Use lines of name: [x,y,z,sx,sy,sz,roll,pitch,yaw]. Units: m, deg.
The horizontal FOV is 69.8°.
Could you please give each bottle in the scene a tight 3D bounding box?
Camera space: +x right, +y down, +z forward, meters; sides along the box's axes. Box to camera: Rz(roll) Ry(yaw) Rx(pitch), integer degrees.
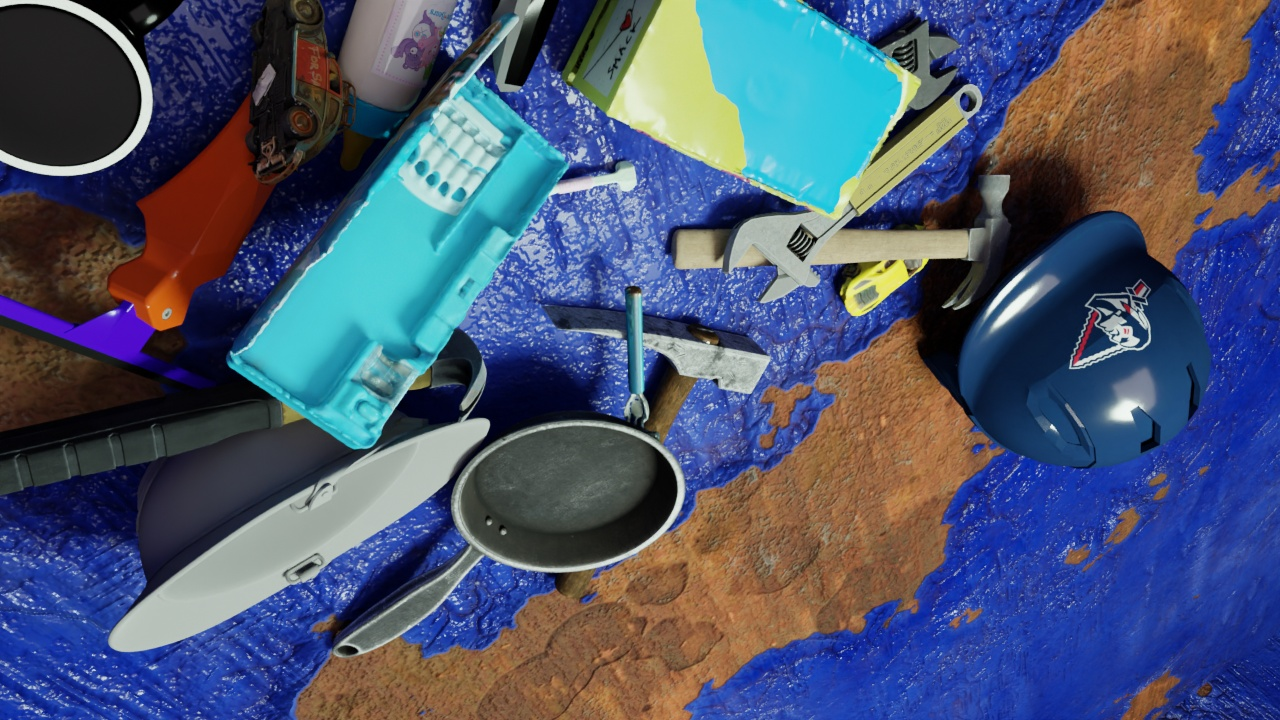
bottle: [-0.147,-0.176,0.533,0.051,0.051,0.146,11,117,-36]

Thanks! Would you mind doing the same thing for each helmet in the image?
helmet: [0.416,-0.015,0.877,0.232,0.223,0.272,-39,128,-1]
helmet: [-0.244,0.072,0.622,0.270,0.117,0.184,-31,166,-33]

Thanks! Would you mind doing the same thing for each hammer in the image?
hammer: [-0.039,0.093,0.809,0.217,0.037,0.301,10,118,-36]
hammer: [0.181,-0.099,0.782,0.330,0.031,0.119,-4,101,-23]
hammer: [-0.243,0.030,0.540,0.332,0.118,0.025,-15,130,-36]

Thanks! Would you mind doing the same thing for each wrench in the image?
wrench: [0.134,-0.220,0.694,0.272,0.018,0.073,-10,127,-23]
wrench: [0.179,-0.144,0.753,0.273,0.018,0.083,-41,111,-9]

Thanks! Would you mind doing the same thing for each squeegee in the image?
squeegee: [-0.248,-0.078,0.514,0.250,0.055,0.184,82,33,-77]

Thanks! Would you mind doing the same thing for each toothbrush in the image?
toothbrush: [-0.075,-0.118,0.645,0.154,0.015,0.022,-14,99,-21]

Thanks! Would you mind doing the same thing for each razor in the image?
razor: [-0.004,0.004,0.723,0.042,0.022,0.144,6,124,9]
razor: [-0.065,-0.235,0.542,0.060,0.057,0.156,7,123,2]

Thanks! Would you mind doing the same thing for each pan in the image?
pan: [-0.126,0.154,0.769,0.357,0.055,0.187,-31,129,18]

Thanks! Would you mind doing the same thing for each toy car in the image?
toy car: [-0.185,-0.148,0.504,0.047,0.047,0.112,10,76,-52]
toy car: [0.227,-0.084,0.842,0.107,0.030,0.049,-40,133,-1]

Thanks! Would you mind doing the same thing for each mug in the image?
mug: [-0.268,-0.157,0.442,0.118,0.098,0.082,-37,134,-2]

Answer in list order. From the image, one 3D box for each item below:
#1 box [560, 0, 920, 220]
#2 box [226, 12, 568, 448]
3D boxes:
box: [0.074,-0.190,0.624,0.220,0.081,0.125,13,115,-36]
box: [-0.117,-0.070,0.509,0.098,0.122,0.226,39,67,-19]
